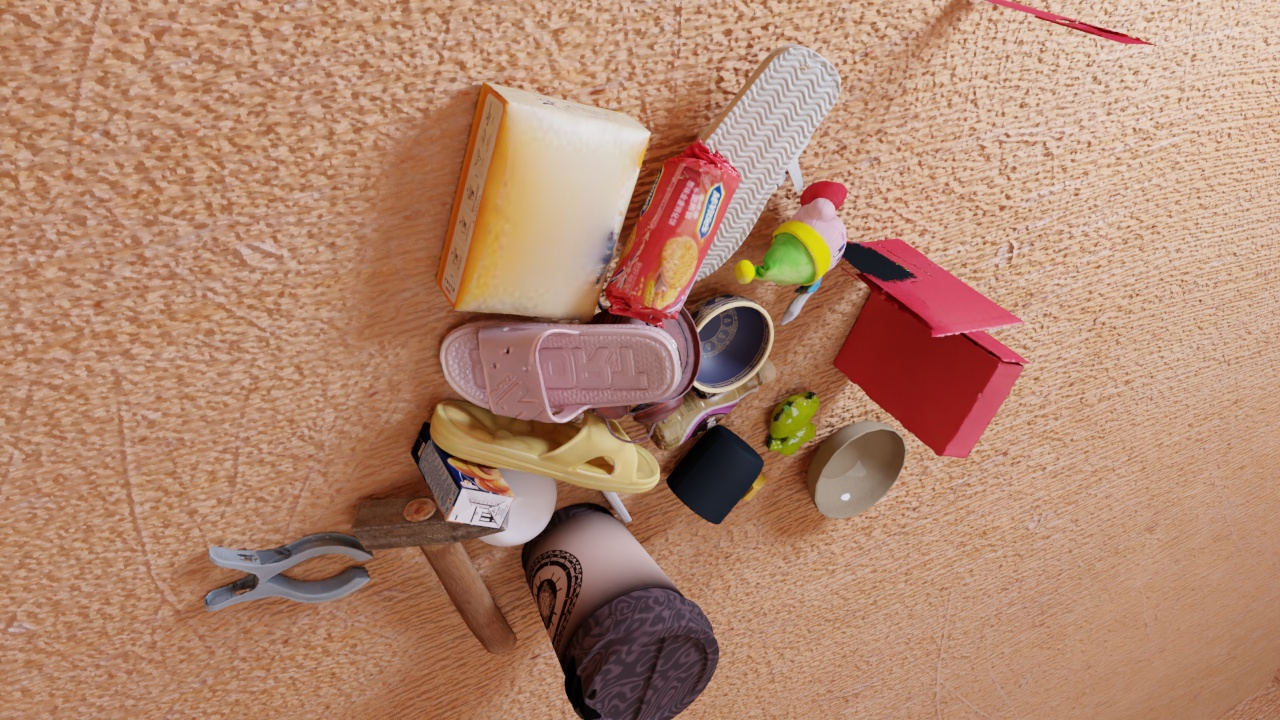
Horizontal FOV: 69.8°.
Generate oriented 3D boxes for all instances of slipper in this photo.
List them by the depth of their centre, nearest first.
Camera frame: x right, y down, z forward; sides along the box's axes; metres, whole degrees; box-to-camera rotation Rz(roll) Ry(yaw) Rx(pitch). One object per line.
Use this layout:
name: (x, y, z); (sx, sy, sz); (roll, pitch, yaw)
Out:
slipper: (-0.082, 0.012, 0.861); (0.239, 0.064, 0.094); (-1, 108, 15)
slipper: (0.096, -0.193, 0.913); (0.115, 0.052, 0.264); (24, 120, -23)
slipper: (-0.088, 0.073, 0.964); (0.263, 0.099, 0.078); (13, 111, -31)

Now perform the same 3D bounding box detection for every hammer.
hammer: (-0.191, 0.250, 1.032); (0.158, 0.037, 0.301); (-6, 136, 7)

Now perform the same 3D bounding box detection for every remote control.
remote control: (-0.044, 0.145, 1.077); (0.012, 0.033, 0.131); (-32, 131, -3)

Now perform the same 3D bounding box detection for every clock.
clock: (-0.006, 0.005, 0.939); (0.120, 0.072, 0.157); (10, 74, -34)

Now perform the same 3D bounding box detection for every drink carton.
drink carton: (-0.180, 0.112, 0.913); (0.064, 0.130, 0.040); (18, 106, -36)

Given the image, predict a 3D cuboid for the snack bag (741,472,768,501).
snack bag: (0.145, 0.161, 1.182); (0.026, 0.020, 0.099); (-54, 168, 13)

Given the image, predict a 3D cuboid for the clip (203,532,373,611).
clip: (-0.364, 0.232, 0.951); (0.162, 0.028, 0.112); (3, 116, -31)

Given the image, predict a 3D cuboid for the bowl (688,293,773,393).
bowl: (0.084, -0.027, 1.019); (0.112, 0.061, 0.113); (-15, 126, -22)

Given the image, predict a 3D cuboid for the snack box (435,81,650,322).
snack box: (-0.087, -0.135, 0.835); (0.145, 0.080, 0.196); (3, 118, -33)

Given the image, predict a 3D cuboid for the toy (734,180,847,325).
toy: (0.164, -0.114, 0.980); (0.124, 0.097, 0.131); (89, 25, -59)

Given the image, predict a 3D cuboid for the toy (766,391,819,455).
toy: (0.196, 0.081, 1.176); (0.094, 0.036, 0.093); (-41, 137, 9)

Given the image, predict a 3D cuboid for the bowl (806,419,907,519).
bowl: (0.288, 0.142, 1.258); (0.152, 0.050, 0.152); (-15, 126, -22)

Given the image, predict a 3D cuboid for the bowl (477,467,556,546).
bowl: (-0.141, 0.164, 1.021); (0.114, 0.050, 0.115); (-15, 126, -22)

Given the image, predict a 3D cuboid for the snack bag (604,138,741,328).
snack bag: (0.030, -0.117, 0.862); (0.082, 0.082, 0.176); (19, 102, -38)

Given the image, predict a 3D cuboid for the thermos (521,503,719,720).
thermos: (-0.037, 0.281, 1.043); (0.172, 0.226, 0.173); (-15, 126, -22)

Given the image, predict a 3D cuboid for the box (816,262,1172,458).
box: (0.429, -0.011, 1.138); (0.350, 0.217, 0.198); (4, 118, -34)

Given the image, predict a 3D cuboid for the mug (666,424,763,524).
mug: (0.100, 0.139, 1.134); (0.094, 0.085, 0.121); (-51, 159, 8)

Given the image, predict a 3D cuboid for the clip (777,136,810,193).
clip: (0.154, -0.225, 0.948); (0.056, 0.056, 0.102); (-21, 134, 14)

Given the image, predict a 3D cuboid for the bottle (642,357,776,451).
bottle: (0.083, 0.043, 1.068); (0.166, 0.059, 0.060); (-28, 130, -15)
